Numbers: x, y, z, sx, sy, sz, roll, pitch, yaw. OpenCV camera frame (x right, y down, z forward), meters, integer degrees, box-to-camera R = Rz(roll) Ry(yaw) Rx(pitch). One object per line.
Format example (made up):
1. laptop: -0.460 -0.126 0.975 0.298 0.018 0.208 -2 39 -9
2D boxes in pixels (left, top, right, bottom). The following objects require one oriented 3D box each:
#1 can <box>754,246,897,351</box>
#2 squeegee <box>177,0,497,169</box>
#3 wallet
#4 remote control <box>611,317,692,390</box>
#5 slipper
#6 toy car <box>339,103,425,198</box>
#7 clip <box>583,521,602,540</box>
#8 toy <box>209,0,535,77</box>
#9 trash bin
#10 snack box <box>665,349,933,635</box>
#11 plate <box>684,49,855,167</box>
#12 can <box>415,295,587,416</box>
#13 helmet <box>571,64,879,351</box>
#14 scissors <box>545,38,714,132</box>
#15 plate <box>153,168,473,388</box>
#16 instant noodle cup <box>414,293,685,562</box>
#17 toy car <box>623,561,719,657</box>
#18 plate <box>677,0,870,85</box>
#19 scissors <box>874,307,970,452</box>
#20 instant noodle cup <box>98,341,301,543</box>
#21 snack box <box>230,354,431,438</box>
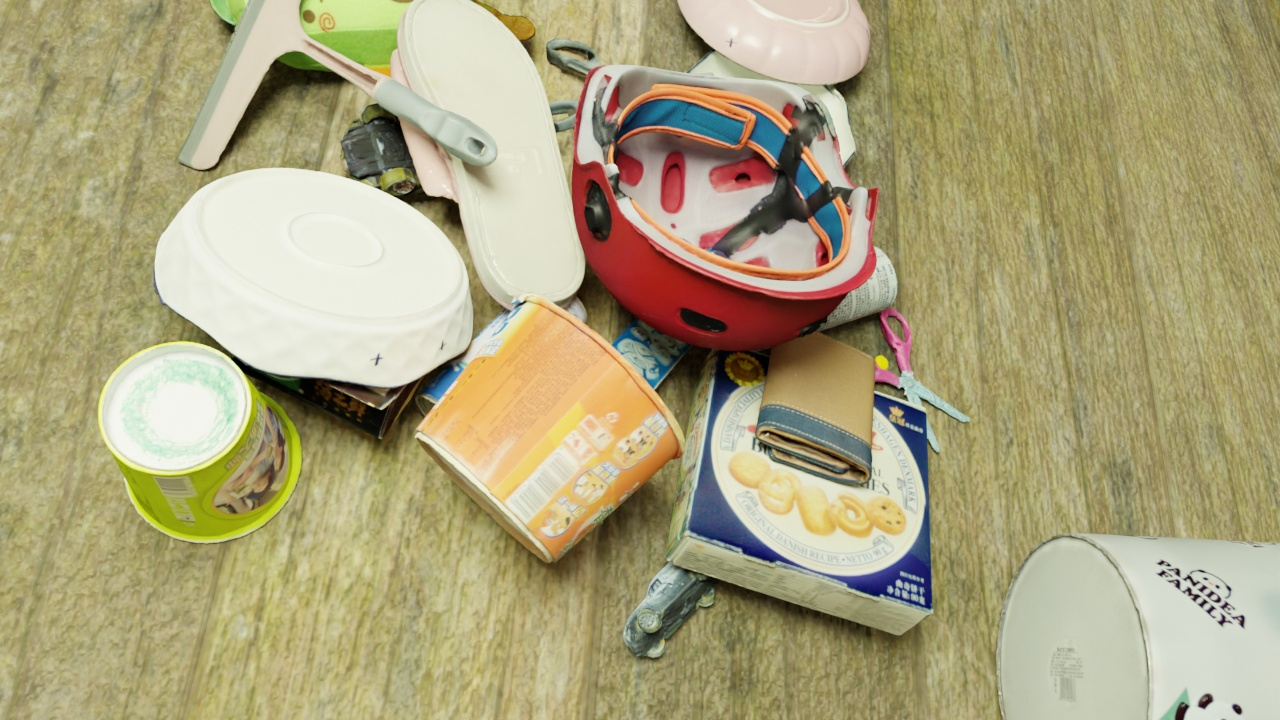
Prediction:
1. can: 0.136 -0.050 0.752 0.146 0.058 0.058 -18 74 -20
2. squeegee: -0.189 -0.194 0.651 0.250 0.040 0.248 33 99 20
3. wallet: 0.131 0.028 0.674 0.090 0.033 0.115 22 48 -7
4. remote control: -0.004 0.004 0.712 0.049 0.024 0.124 40 63 4
5. slipper: -0.115 -0.154 0.690 0.114 0.055 0.274 -12 73 -33
6. toy car: -0.157 -0.166 0.730 0.157 0.042 0.070 -11 74 -30
7. clip: -0.069 0.089 0.657 0.100 0.035 0.070 40 65 9
8. toy: -0.214 -0.300 0.743 0.246 0.090 0.227 -22 89 -22
9. trash bin: 0.407 0.224 0.629 0.252 0.230 0.229 9 66 -5
10. snack box: 0.121 0.088 0.676 0.178 0.046 0.182 18 50 -7
11. plate: 0.077 -0.173 0.800 0.162 0.034 0.265 39 65 4
12. can: -0.099 -0.001 0.673 0.053 0.053 0.134 40 64 4
13. helmet: 0.050 -0.089 0.648 0.206 0.144 0.239 -1 52 -19
14. scissors: -0.021 -0.231 0.783 0.178 0.014 0.159 -16 56 -15
15. plate: -0.208 -0.064 0.614 0.205 0.046 0.204 20 32 -14
16. instant noodle cup: -0.063 0.048 0.586 0.151 0.151 0.111 42 73 4
17. toy car: 0.021 0.168 0.644 0.034 0.043 0.090 32 58 30
18. plate: 0.130 -0.332 0.850 0.192 0.039 0.192 9 52 -12
19. scissors: 0.226 0.011 0.777 0.133 0.017 0.118 30 60 -6
20. instant noodle cup: -0.275 0.046 0.570 0.111 0.124 0.111 5 67 -12
21. snack box: -0.204 -0.010 0.624 0.113 0.053 0.125 27 37 -3
